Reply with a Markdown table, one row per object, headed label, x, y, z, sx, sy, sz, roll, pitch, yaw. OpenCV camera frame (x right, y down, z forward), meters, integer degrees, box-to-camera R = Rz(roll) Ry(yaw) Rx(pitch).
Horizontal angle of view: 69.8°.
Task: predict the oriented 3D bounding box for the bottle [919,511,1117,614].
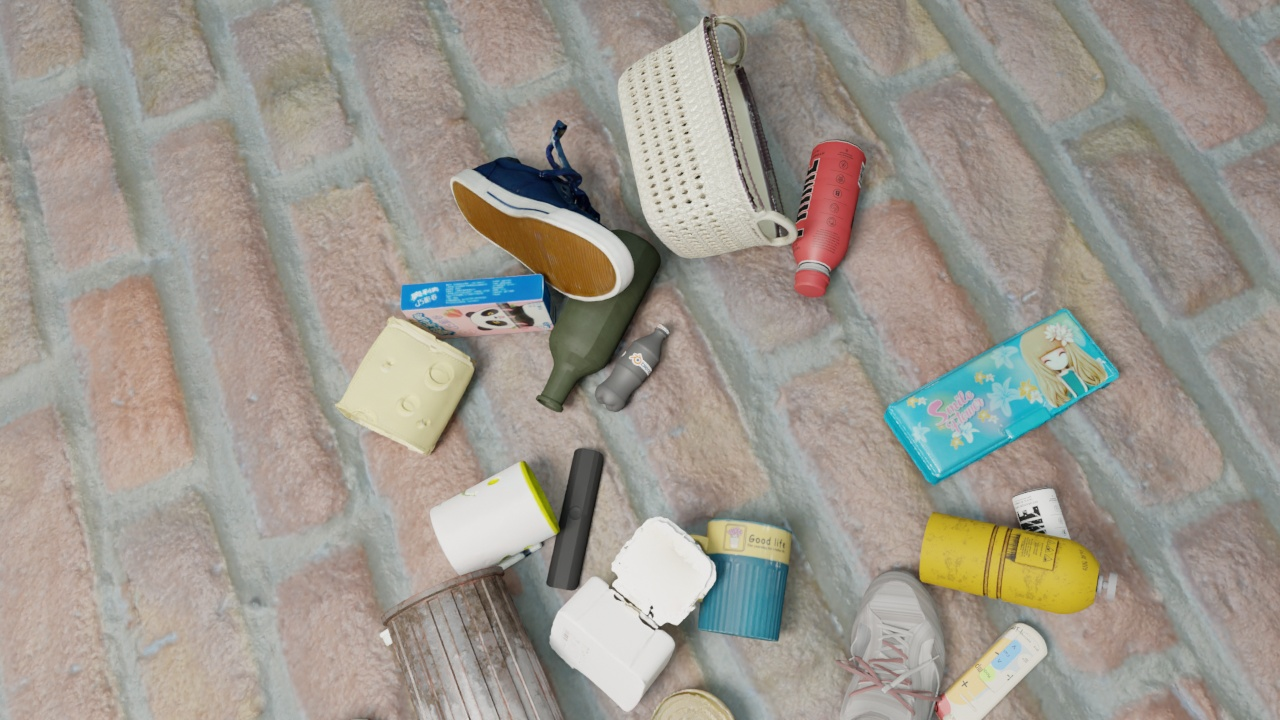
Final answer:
| label | x | y | z | sx | sy | sz | roll | pitch | yaw |
| --- | --- | --- | --- | --- | --- | --- | --- | --- | --- |
| bottle | 0.352 | 0.192 | 0.856 | 0.164 | 0.071 | 0.071 | 8 | 71 | 28 |

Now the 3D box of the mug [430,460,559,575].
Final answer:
| label | x | y | z | sx | sy | sz | roll | pitch | yaw |
| --- | --- | --- | --- | --- | --- | --- | --- | --- | --- |
| mug | -0.147 | 0.161 | 0.928 | 0.106 | 0.082 | 0.082 | -27 | 71 | -4 |

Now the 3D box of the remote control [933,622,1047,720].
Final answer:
| label | x | y | z | sx | sy | sz | roll | pitch | yaw |
| --- | --- | --- | --- | --- | --- | --- | --- | --- | --- |
| remote control | 0.334 | 0.303 | 0.876 | 0.125 | 0.018 | 0.038 | -41 | 73 | -8 |

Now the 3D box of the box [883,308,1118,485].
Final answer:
| label | x | y | z | sx | sy | sz | roll | pitch | yaw |
| --- | --- | --- | --- | --- | --- | --- | --- | --- | --- |
| box | 0.374 | 0.037 | 0.955 | 0.226 | 0.039 | 0.094 | -28 | 70 | -7 |

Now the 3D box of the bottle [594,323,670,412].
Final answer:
| label | x | y | z | sx | sy | sz | roll | pitch | yaw |
| --- | --- | --- | --- | --- | --- | --- | --- | --- | --- |
| bottle | -0.006 | 0.006 | 0.994 | 0.036 | 0.036 | 0.109 | 35 | 77 | 15 |

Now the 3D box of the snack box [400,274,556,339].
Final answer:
| label | x | y | z | sx | sy | sz | roll | pitch | yaw |
| --- | --- | --- | --- | --- | --- | --- | --- | --- | --- |
| snack box | -0.175 | -0.058 | 1.002 | 0.154 | 0.088 | 0.033 | -4 | 70 | 3 |

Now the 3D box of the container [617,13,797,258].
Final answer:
| label | x | y | z | sx | sy | sz | roll | pitch | yaw |
| --- | --- | --- | --- | --- | --- | --- | --- | --- | --- |
| container | 0.073 | -0.231 | 0.997 | 0.143 | 0.184 | 0.251 | -17 | 73 | 19 |

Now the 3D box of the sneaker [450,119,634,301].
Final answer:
| label | x | y | z | sx | sy | sz | roll | pitch | yaw |
| --- | --- | --- | --- | --- | --- | --- | --- | --- | --- |
| sneaker | -0.083 | -0.165 | 0.991 | 0.127 | 0.121 | 0.295 | -34 | 44 | -22 |

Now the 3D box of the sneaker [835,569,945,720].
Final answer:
| label | x | y | z | sx | sy | sz | roll | pitch | yaw |
| --- | --- | --- | --- | --- | --- | --- | --- | --- | --- |
| sneaker | 0.227 | 0.306 | 0.840 | 0.099 | 0.089 | 0.235 | 7 | 72 | 16 |

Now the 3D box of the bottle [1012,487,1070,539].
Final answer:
| label | x | y | z | sx | sy | sz | roll | pitch | yaw |
| --- | --- | --- | --- | --- | --- | --- | --- | --- | --- |
| bottle | 0.402 | 0.185 | 0.899 | 0.041 | 0.041 | 0.116 | -11 | 71 | 1 |

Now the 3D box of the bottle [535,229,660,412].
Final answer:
| label | x | y | z | sx | sy | sz | roll | pitch | yaw |
| --- | --- | --- | --- | --- | --- | --- | --- | --- | --- |
| bottle | -0.052 | -0.041 | 0.996 | 0.071 | 0.071 | 0.206 | 24 | 74 | 12 |

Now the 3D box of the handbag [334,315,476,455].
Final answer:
| label | x | y | z | sx | sy | sz | roll | pitch | yaw |
| --- | --- | --- | --- | --- | --- | --- | --- | --- | --- |
| handbag | -0.248 | 0.026 | 0.984 | 0.111 | 0.081 | 0.119 | 26 | 72 | 0 |

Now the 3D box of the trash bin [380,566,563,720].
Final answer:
| label | x | y | z | sx | sy | sz | roll | pitch | yaw |
| --- | --- | --- | --- | --- | --- | --- | --- | --- | --- |
| trash bin | -0.145 | 0.313 | 0.846 | 0.131 | 0.131 | 0.211 | -24 | 73 | -4 |

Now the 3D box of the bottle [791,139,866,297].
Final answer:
| label | x | y | z | sx | sy | sz | roll | pitch | yaw |
| --- | --- | --- | --- | --- | --- | --- | --- | --- | --- |
| bottle | 0.205 | -0.155 | 1.020 | 0.062 | 0.062 | 0.176 | 13 | 72 | 8 |

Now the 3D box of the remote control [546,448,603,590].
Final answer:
| label | x | y | z | sx | sy | sz | roll | pitch | yaw |
| --- | --- | --- | --- | --- | --- | --- | --- | --- | --- |
| remote control | -0.068 | 0.165 | 0.955 | 0.033 | 0.015 | 0.146 | 9 | 72 | 7 |

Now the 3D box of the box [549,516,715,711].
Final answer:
| label | x | y | z | sx | sy | sz | roll | pitch | yaw |
| --- | --- | --- | --- | --- | --- | --- | --- | --- | --- |
| box | -0.011 | 0.238 | 0.854 | 0.111 | 0.190 | 0.101 | 36 | 33 | 13 |

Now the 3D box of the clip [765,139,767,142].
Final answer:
| label | x | y | z | sx | sy | sz | roll | pitch | yaw |
| --- | --- | --- | --- | --- | --- | --- | --- | --- | --- |
| clip | 0.126 | -0.246 | 1.084 | 0.051 | 0.013 | 0.033 | -7 | 69 | 5 |

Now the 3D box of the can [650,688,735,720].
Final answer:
| label | x | y | z | sx | sy | sz | roll | pitch | yaw |
| --- | --- | --- | --- | --- | --- | --- | --- | --- | --- |
| can | 0.050 | 0.355 | 0.866 | 0.086 | 0.043 | 0.086 | -2 | 71 | 4 |

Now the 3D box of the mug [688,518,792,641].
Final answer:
| label | x | y | z | sx | sy | sz | roll | pitch | yaw |
| --- | --- | --- | --- | --- | --- | --- | --- | --- | --- |
| mug | 0.085 | 0.211 | 0.892 | 0.113 | 0.083 | 0.107 | 9 | 75 | -1 |

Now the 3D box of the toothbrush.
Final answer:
| label | x | y | z | sx | sy | sz | roll | pitch | yaw |
| --- | --- | --- | --- | --- | --- | --- | --- | --- | --- |
| toothbrush | -0.182 | 0.237 | 0.942 | 0.186 | 0.012 | 0.017 | -30 | 85 | -6 |

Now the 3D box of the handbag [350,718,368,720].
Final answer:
| label | x | y | z | sx | sy | sz | roll | pitch | yaw |
| --- | --- | --- | --- | --- | --- | --- | --- | --- | --- |
| handbag | -0.286 | 0.444 | 0.846 | 0.139 | 0.072 | 0.194 | -28 | 71 | -5 |
